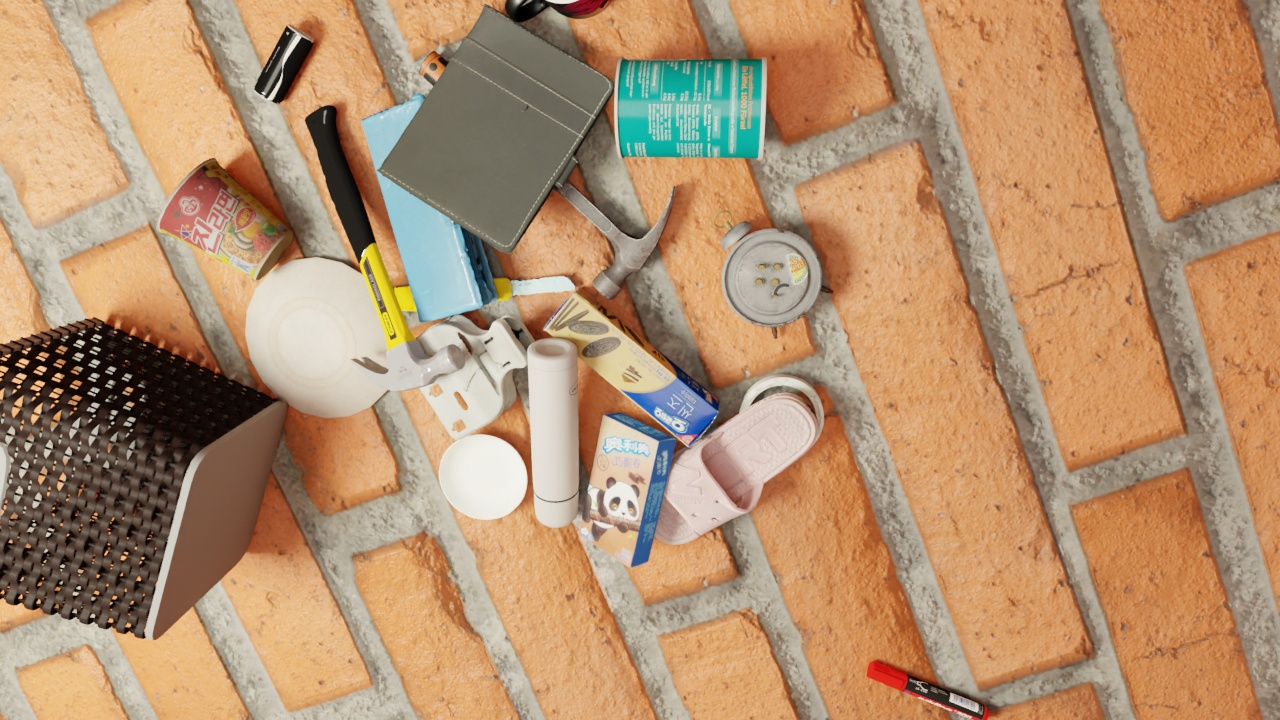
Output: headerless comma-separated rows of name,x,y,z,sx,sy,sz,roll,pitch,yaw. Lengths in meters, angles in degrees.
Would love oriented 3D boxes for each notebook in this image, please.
notebook,-0.144,-0.236,0.942,0.169,0.029,0.209,32,90,-1

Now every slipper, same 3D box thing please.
slipper,0.090,0.125,1.007,0.240,0.064,0.094,-40,95,22

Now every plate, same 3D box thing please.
plate,-0.181,0.132,1.069,0.104,0.026,0.104,1,103,6
plate,-0.369,-0.022,1.049,0.189,0.027,0.189,2,104,8

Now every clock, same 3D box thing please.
clock,0.129,-0.099,0.969,0.104,0.056,0.148,-40,98,12

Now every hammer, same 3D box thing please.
hammer,-0.102,-0.220,0.978,0.314,0.035,0.138,42,102,-3
hammer,-0.296,-0.119,0.992,0.127,0.029,0.323,-23,86,25

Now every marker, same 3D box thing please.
marker,0.336,0.388,1.071,0.145,0.023,0.021,21,96,1

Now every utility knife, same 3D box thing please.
utility knife,-0.180,-0.076,1.026,0.217,0.019,0.030,-3,108,12

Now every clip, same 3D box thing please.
clip,-0.177,0.000,1.025,0.152,0.099,0.126,-32,98,13

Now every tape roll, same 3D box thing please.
tape roll,0.156,0.063,1.021,0.094,0.018,0.094,1,102,6

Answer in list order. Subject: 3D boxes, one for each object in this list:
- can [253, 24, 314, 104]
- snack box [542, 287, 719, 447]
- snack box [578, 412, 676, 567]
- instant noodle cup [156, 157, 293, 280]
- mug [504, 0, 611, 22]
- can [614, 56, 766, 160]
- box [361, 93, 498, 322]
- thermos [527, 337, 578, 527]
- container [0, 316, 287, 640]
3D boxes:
can,-0.384,-0.318,0.987,0.031,0.031,0.081,35,104,-2
snack box,-0.006,0.006,1.006,0.207,0.056,0.057,39,103,-3
snack box,-0.017,0.144,1.027,0.087,0.034,0.151,23,108,39
instant noodle cup,-0.448,-0.148,1.005,0.112,0.100,0.100,36,104,-10
mug,-0.083,-0.377,0.908,0.118,0.098,0.082,-34,97,12
can,0.051,-0.252,0.921,0.144,0.099,0.099,2,102,6
box,-0.227,-0.162,0.999,0.093,0.053,0.231,-13,97,26
thermos,-0.094,0.085,1.009,0.052,0.052,0.224,4,119,5
container,-0.569,0.126,1.001,0.243,0.245,0.248,20,104,-2
